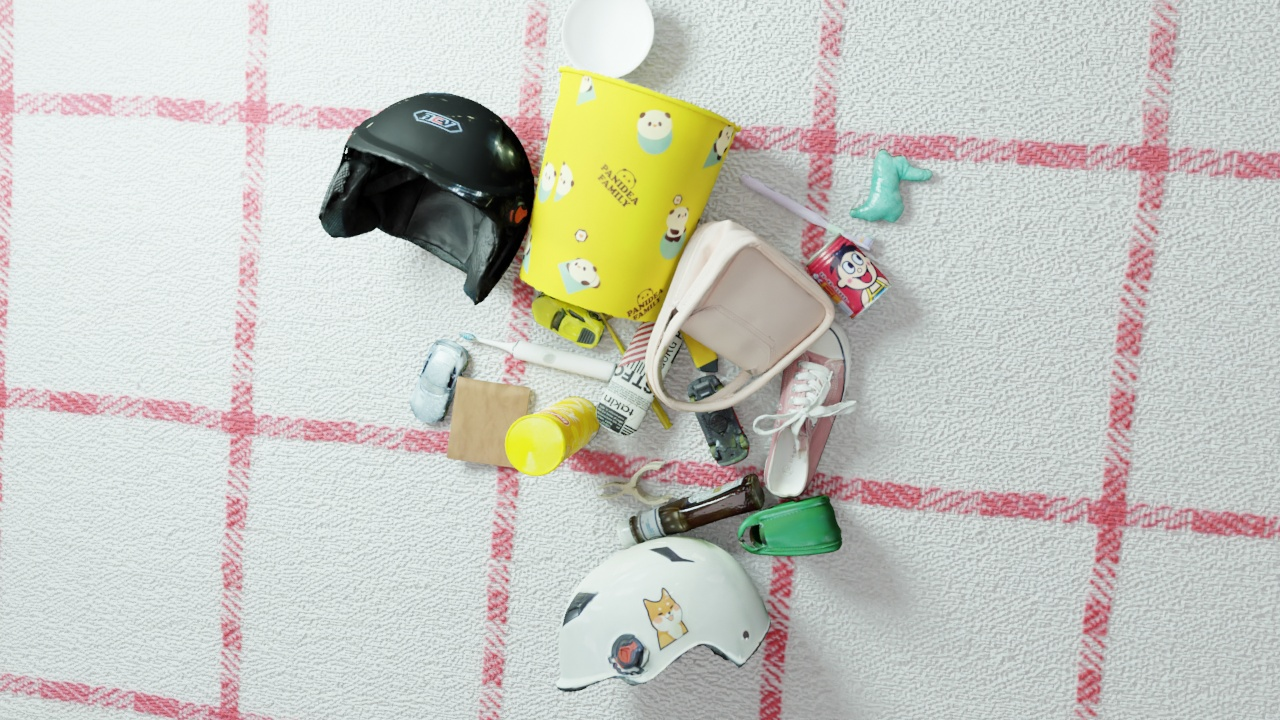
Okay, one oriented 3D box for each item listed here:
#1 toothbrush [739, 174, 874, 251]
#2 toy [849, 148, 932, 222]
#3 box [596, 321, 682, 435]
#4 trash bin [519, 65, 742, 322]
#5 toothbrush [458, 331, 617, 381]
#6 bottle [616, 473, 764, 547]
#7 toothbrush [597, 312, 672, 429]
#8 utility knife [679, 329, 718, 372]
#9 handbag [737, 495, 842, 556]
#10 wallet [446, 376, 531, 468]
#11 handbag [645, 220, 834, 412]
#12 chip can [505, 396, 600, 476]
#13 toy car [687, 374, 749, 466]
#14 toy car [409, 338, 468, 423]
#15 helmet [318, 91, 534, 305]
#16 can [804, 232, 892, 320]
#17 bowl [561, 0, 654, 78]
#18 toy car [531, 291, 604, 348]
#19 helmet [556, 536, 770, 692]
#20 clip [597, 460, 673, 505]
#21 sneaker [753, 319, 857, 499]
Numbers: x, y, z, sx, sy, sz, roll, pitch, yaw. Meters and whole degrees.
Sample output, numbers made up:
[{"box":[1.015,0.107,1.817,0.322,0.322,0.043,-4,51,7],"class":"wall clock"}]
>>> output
[{"box":[0.211,-0.192,1.176,0.189,0.029,0.021,29,135,7],"class":"toothbrush"},{"box":[0.316,-0.218,1.153,0.096,0.030,0.092,6,97,3],"class":"toy"},{"box":[-0.001,0.020,1.192,0.069,0.052,0.164,24,86,15],"class":"box"},{"box":[-0.026,-0.197,1.120,0.230,0.229,0.255,20,102,7],"class":"trash bin"},{"box":[-0.140,-0.009,1.239,0.221,0.026,0.026,14,86,8],"class":"toothbrush"},{"box":[0.063,0.199,1.193,0.195,0.079,0.044,-21,90,14],"class":"bottle"},{"box":[-0.007,0.007,1.225,0.016,0.015,0.190,-30,88,3],"class":"toothbrush"},{"box":[0.063,-0.052,1.210,0.033,0.015,0.156,-25,88,3],"class":"utility knife"},{"box":[0.188,0.212,1.150,0.120,0.131,0.068,-16,81,14],"class":"handbag"},{"box":[-0.208,0.085,1.249,0.101,0.020,0.115,10,98,-7],"class":"wallet"},{"box":[0.103,-0.035,1.116,0.193,0.093,0.234,31,99,-32],"class":"handbag"},{"box":[-0.103,0.090,1.145,0.072,0.213,0.072,1,94,10],"class":"chip can"},{"box":[0.103,0.078,1.196,0.053,0.045,0.120,-22,85,12],"class":"toy car"},{"box":[-0.278,0.029,1.260,0.054,0.036,0.121,24,100,6],"class":"toy car"},{"box":[-0.244,-0.215,1.126,0.233,0.275,0.229,24,70,1],"class":"helmet"},{"box":[0.259,-0.106,1.149,0.066,0.066,0.094,-43,86,9],"class":"can"},{"box":[-0.036,-0.414,1.178,0.118,0.064,0.118,1,93,10],"class":"bowl"},{"box":[-0.099,-0.052,1.221,0.105,0.032,0.048,28,117,8],"class":"toy car"},{"box":[0.017,0.304,1.142,0.274,0.230,0.156,-12,81,3],"class":"helmet"},{"box":[0.001,0.177,1.225,0.102,0.035,0.095,-38,86,14],"class":"clip"},{"box":[0.209,0.061,1.154,0.118,0.088,0.241,15,92,8],"class":"sneaker"}]
